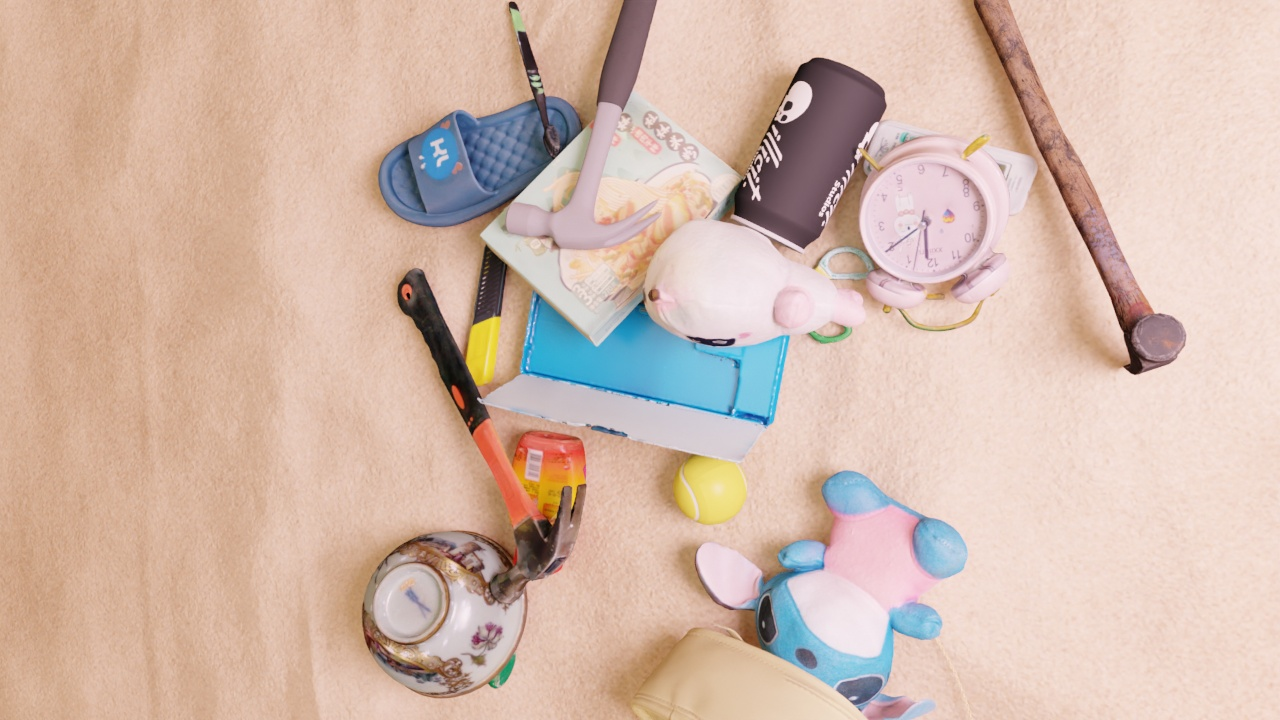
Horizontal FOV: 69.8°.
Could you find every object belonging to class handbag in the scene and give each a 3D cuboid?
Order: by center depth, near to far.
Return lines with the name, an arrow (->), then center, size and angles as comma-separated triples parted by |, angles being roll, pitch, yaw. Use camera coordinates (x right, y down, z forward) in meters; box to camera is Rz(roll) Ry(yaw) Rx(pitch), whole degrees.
handbag -> 0.111, 0.306, 0.740 | 0.191, 0.233, 0.088 | 46, 64, -12
handbag -> 0.233, 0.286, 0.783 | 0.084, 0.027, 0.178 | -21, 79, 20

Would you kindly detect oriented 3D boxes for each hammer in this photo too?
hammer -> 0.329, -0.145, 0.710 | 0.033, 0.120, 0.330 | -21, 75, 17
hammer -> -0.018, -0.241, 0.805 | 0.125, 0.029, 0.310 | 12, 77, 13
hammer -> -0.157, 0.052, 0.869 | 0.133, 0.033, 0.333 | -44, 65, 29

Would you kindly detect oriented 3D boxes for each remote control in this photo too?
remote control -> 0.255, -0.159, 0.760 | 0.133, 0.022, 0.050 | 20, 97, 17

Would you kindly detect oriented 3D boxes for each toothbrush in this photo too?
toothbrush -> -0.100, -0.267, 0.857 | 0.014, 0.017, 0.188 | -9, 68, -19

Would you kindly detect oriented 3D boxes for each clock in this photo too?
clock -> 0.234, -0.100, 0.738 | 0.117, 0.058, 0.158 | -2, 109, 27

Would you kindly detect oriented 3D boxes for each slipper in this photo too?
slipper -> -0.157, -0.192, 0.876 | 0.214, 0.059, 0.103 | -14, 79, 14

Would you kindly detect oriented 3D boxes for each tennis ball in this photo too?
tennis ball -> 0.062, 0.112, 0.810 | 0.065, 0.065, 0.065 | 0, 91, 19

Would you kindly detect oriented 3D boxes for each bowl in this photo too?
bowl -> -0.196, 0.231, 0.859 | 0.160, 0.094, 0.159 | -5, 68, 12

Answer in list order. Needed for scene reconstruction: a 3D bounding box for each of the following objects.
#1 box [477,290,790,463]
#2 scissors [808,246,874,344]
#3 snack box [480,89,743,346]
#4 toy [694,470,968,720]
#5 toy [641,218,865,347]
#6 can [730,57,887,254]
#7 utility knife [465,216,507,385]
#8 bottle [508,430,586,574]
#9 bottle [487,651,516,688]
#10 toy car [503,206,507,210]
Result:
box -> -0.005, 0.006, 0.805 | 0.244, 0.113, 0.114 | 12, 95, 18
scissors -> 0.145, -0.077, 0.805 | 0.131, 0.012, 0.112 | 44, 102, 14
snack box -> -0.024, -0.129, 0.816 | 0.141, 0.044, 0.193 | 42, 85, 16
toy -> 0.164, 0.189, 0.765 | 0.224, 0.098, 0.191 | 33, 97, 31
toy -> 0.092, -0.056, 0.746 | 0.179, 0.138, 0.101 | 11, 101, 2
can -> 0.139, -0.170, 0.767 | 0.080, 0.080, 0.146 | 29, 99, 16
utility knife -> -0.147, -0.061, 0.901 | 0.029, 0.020, 0.174 | 11, 96, 17
bottle -> -0.091, 0.137, 0.871 | 0.071, 0.048, 0.134 | 9, 94, 20
bottle -> -0.179, 0.285, 0.909 | 0.110, 0.042, 0.043 | 17, 97, 18
toy car -> -0.083, -0.149, 0.873 | 0.090, 0.025, 0.038 | -25, 83, 18
